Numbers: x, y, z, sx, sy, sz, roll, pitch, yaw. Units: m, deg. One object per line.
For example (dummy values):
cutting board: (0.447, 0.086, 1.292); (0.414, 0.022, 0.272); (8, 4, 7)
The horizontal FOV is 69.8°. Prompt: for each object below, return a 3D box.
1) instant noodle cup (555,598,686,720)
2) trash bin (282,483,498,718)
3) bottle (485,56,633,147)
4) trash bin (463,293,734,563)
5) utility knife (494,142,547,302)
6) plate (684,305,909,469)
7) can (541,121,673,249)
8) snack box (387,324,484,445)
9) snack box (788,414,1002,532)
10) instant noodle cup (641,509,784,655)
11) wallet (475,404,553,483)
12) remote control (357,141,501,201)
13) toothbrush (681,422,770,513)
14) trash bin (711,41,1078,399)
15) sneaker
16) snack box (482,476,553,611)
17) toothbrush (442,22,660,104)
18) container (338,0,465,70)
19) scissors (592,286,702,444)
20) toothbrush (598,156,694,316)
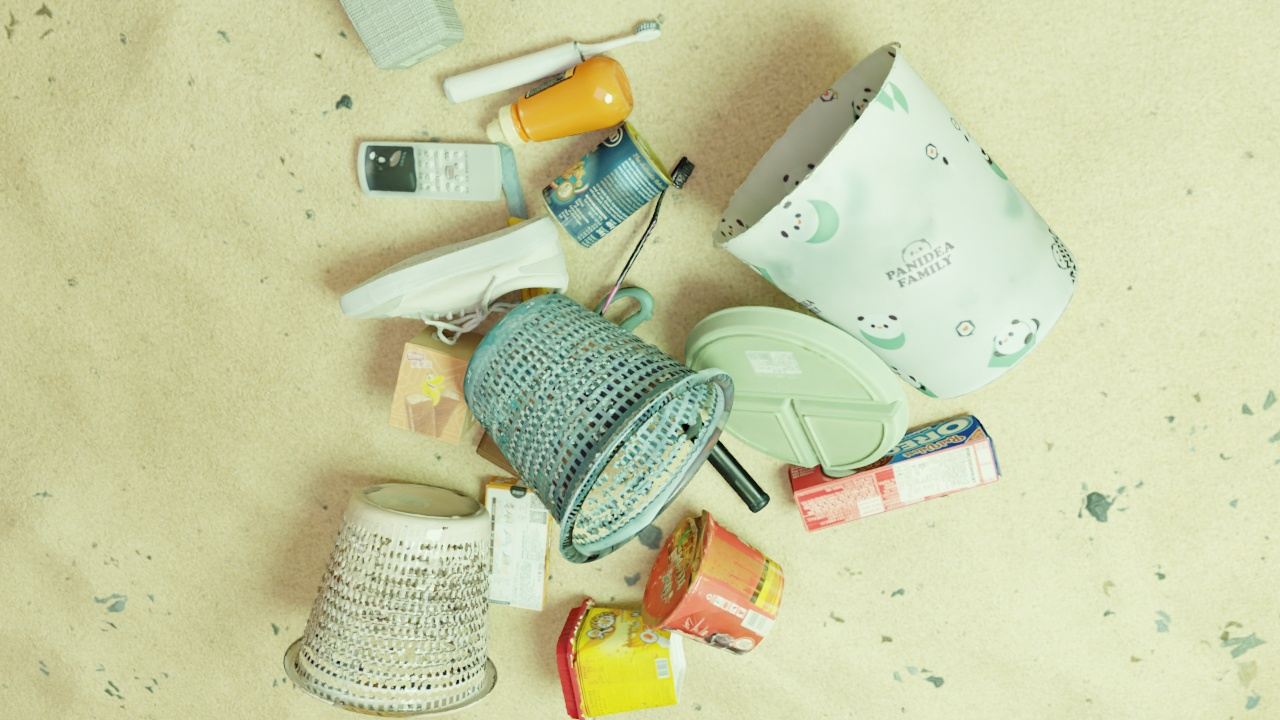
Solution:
instant noodle cup: (-0.018, 0.333, 1.024); (0.124, 0.116, 0.116); (-7, 105, 11)
trash bin: (-0.252, 0.243, 0.989); (0.227, 0.227, 0.192); (11, 94, 2)
bottle: (-0.084, -0.245, 0.899); (0.150, 0.066, 0.067); (-15, 104, 17)
trash bin: (-0.054, 0.046, 0.884); (0.195, 0.226, 0.227); (40, 108, 24)
utility knife: (-0.123, -0.114, 0.962); (0.033, 0.015, 0.231); (-9, 104, 6)
plate: (0.145, 0.035, 0.897); (0.230, 0.027, 0.231); (20, 147, 14)
can: (-0.034, -0.171, 0.905); (0.111, 0.075, 0.075); (-36, 99, 14)
snack box: (-0.206, 0.022, 0.968); (0.077, 0.092, 0.094); (17, 107, 1)
snack box: (0.264, 0.120, 0.963); (0.208, 0.057, 0.058); (-17, 112, 10)
instant noodle cup: (0.080, 0.247, 0.987); (0.108, 0.137, 0.138); (30, 107, -12)
wallet: (-0.109, 0.085, 1.004); (0.124, 0.032, 0.101); (28, 106, 6)
remote control: (-0.217, -0.194, 0.941); (0.150, 0.021, 0.058); (3, 106, 8)
toothbrush: (0.064, 0.078, 0.993); (0.027, 0.026, 0.212); (-40, 95, 8)
trash bin: (0.233, -0.112, 0.829); (0.252, 0.229, 0.230); (39, 106, -12)
sneaker: (-0.187, -0.071, 0.941); (0.242, 0.089, 0.091); (-16, 107, 12)
snack box: (-0.141, 0.211, 1.051); (0.075, 0.026, 0.154); (7, 106, 4)
toothbrush: (-0.087, -0.293, 0.900); (0.221, 0.027, 0.026); (-13, 66, 10)
container: (-0.231, -0.344, 0.870); (0.090, 0.090, 0.114); (-22, 105, 12)
scissors: (-0.003, 0.010, 0.969); (0.175, 0.019, 0.170); (24, 114, 11)
toothbrush: (0.004, -0.121, 0.934); (0.018, 0.014, 0.189); (27, 97, -11)
